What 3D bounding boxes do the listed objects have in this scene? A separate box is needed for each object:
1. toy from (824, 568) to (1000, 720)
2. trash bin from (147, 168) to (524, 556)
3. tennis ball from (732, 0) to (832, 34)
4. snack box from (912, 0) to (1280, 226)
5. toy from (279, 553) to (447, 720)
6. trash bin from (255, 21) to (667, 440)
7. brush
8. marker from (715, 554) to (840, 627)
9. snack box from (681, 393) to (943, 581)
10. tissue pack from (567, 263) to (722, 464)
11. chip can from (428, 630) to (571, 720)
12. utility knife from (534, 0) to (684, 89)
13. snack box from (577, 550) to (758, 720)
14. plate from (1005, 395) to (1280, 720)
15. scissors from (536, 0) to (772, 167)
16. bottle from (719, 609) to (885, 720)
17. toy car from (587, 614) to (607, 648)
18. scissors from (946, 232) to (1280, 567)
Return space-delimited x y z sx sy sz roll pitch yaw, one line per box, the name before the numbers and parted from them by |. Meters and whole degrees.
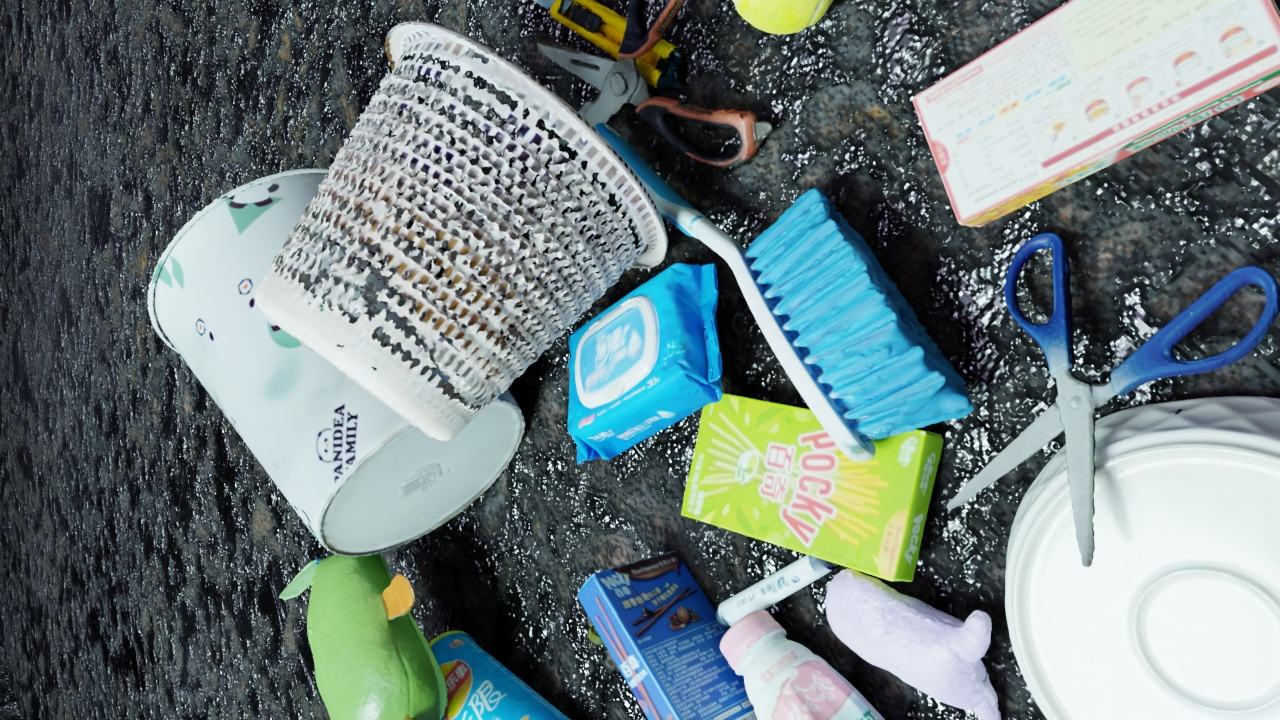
toy | 0.148 0.153 0.514 0.108 0.038 0.084 21 134 45
trash bin | -0.240 0.007 0.765 0.252 0.229 0.230 48 123 23
tennis ball | 0.083 -0.225 0.535 0.066 0.065 0.065 4 96 43
snack box | 0.215 -0.133 0.442 0.156 0.027 0.077 -27 74 41
toy | -0.216 0.251 0.746 0.228 0.089 0.246 -58 47 32
trash bin | -0.127 -0.065 0.592 0.228 0.227 0.192 26 74 40
brush | 0.069 -0.071 0.560 0.110 0.060 0.314 -40 60 24
marker | 0.094 0.138 0.585 0.131 0.018 0.022 -41 55 37
snack box | 0.098 0.071 0.557 0.157 0.026 0.085 10 86 43
tissue pack | -0.004 0.004 0.627 0.158 0.052 0.094 -33 50 40
chip can | -0.103 0.301 0.747 0.210 0.071 0.071 22 108 41
utility knife | -0.040 -0.252 0.685 0.219 0.015 0.033 42 117 34
snack box | 0.031 0.203 0.602 0.157 0.084 0.026 55 126 27
plate | 0.259 0.119 0.408 0.205 0.045 0.205 4 95 44
scissors | 0.002 -0.192 0.629 0.189 0.015 0.227 56 144 7
bottle | 0.121 0.232 0.536 0.197 0.068 0.068 48 123 36
toy car | -0.004 0.199 0.670 0.090 0.035 0.042 30 111 39
scissors | 0.210 0.007 0.429 0.176 0.012 0.162 -35 49 28
